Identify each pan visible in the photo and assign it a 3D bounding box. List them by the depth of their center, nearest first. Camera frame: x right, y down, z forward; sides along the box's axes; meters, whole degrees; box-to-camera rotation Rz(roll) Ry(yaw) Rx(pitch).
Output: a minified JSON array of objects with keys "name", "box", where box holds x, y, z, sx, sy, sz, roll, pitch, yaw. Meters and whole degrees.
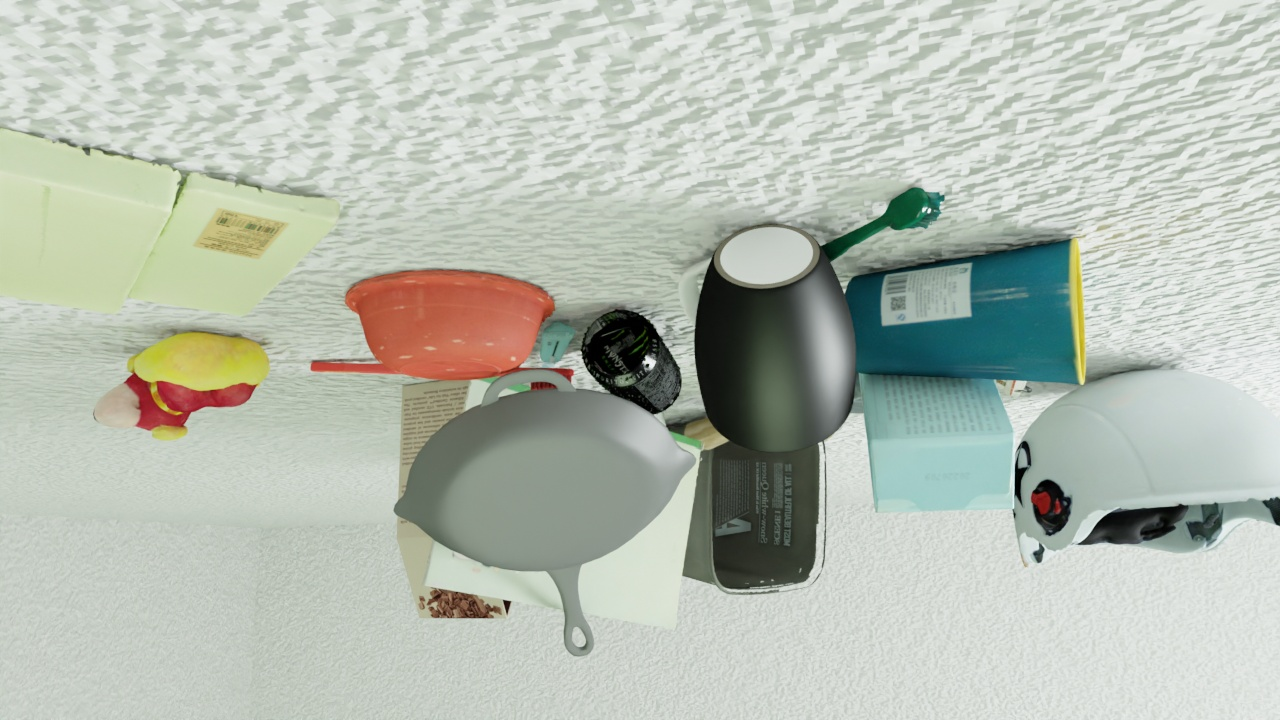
[{"name":"pan","box":[-0.062,0.141,0.695,0.216,0.024,0.355,-9,134,-4]}]

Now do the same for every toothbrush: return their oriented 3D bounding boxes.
[{"name":"toothbrush","box":[0.096,-0.053,0.499,0.017,0.016,0.190,0,168,-23]},{"name":"toothbrush","box":[-0.159,0.013,0.728,0.212,0.018,0.012,1,173,4]}]

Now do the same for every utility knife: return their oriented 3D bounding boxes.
[{"name":"utility knife","box":[-0.068,-0.006,0.705,0.022,0.015,0.177,2,170,-8]}]

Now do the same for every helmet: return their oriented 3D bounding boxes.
[{"name":"helmet","box":[0.458,0.090,0.830,0.236,0.163,0.264,-5,161,0]}]

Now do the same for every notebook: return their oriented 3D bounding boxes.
[{"name":"notebook","box":[-0.056,0.128,0.809,0.252,0.181,0.010,20,161,-31]}]

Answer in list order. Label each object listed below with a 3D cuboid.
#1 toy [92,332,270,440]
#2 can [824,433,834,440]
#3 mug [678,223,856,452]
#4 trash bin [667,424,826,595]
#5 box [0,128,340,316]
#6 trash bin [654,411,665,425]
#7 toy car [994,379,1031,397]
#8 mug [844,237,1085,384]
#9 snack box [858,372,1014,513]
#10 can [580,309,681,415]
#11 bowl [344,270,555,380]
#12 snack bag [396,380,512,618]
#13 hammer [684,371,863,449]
[{"name":"toy","box":[-0.329,0.014,0.675,0.138,0.067,0.105,-23,160,29]},{"name":"can","box":[0.162,0.063,0.959,0.079,0.038,0.038,5,166,-25]},{"name":"mug","box":[0.059,-0.024,0.487,0.084,0.119,0.100,-32,136,-19]},{"name":"trash bin","box":[0.074,0.166,1.097,0.197,0.197,0.221,8,170,-41]},{"name":"box","box":[-0.242,-0.055,0.452,0.137,0.024,0.188,5,166,-37]},{"name":"trash bin","box":[-0.027,0.122,0.925,0.133,0.161,0.133,-1,167,0]},{"name":"toy car","box":[0.285,-0.001,0.703,0.039,0.039,0.113,17,174,23]},{"name":"mug","box":[0.181,-0.024,0.515,0.122,0.078,0.078,-2,168,28]},{"name":"snack box","box":[0.174,0.024,0.563,0.075,0.053,0.174,-4,-155,11]},{"name":"can","box":[-0.004,0.004,0.650,0.054,0.054,0.137,-3,167,9]},{"name":"bowl","box":[-0.119,-0.015,0.576,0.130,0.045,0.130,-1,168,0]},{"name":"snack bag","box":[-0.158,0.125,0.822,0.094,0.206,0.069,-8,166,26]},{"name":"hammer","box":[0.119,0.041,0.809,0.117,0.051,0.324,9,163,-19]}]
